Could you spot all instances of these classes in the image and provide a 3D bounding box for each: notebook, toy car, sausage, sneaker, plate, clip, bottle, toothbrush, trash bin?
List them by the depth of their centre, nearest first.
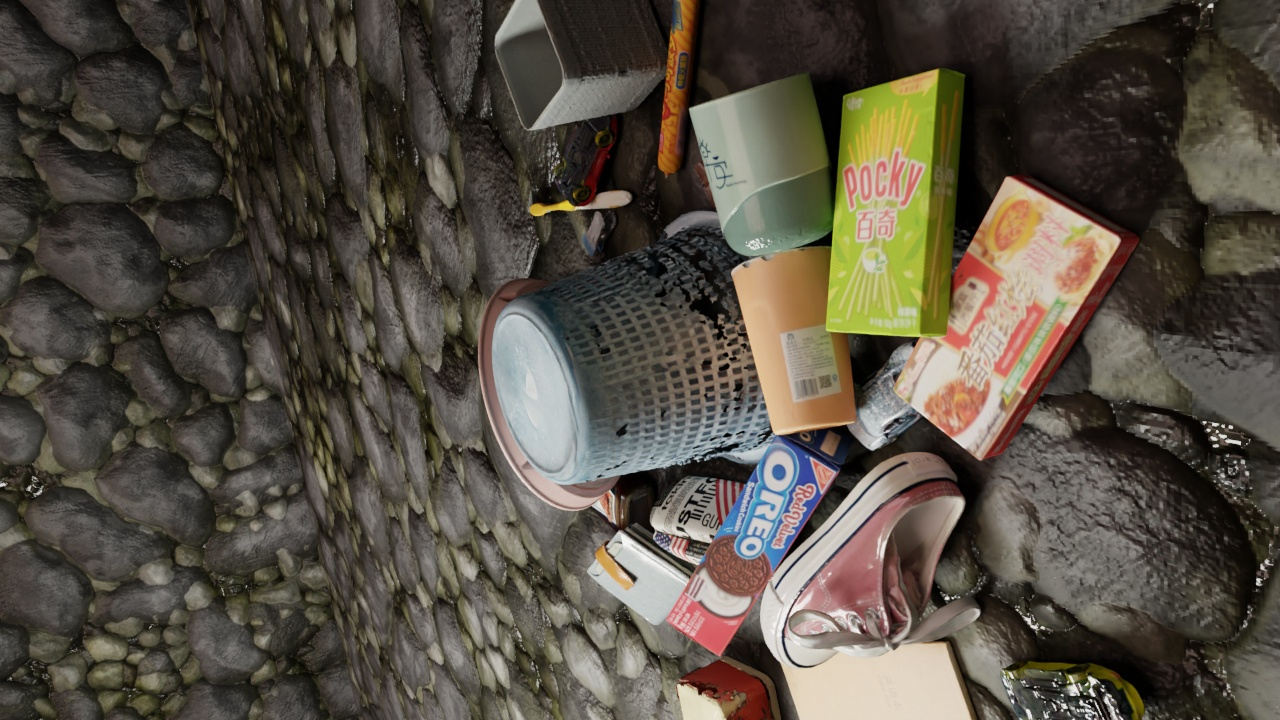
[{"bbox_3d":[0.269,0.211,0.575,0.048,0.032,0.105,67,159,10],"label":"toy car"},{"bbox_3d":[0.174,0.026,0.638,0.049,0.031,0.106,63,148,19],"label":"toy car"},{"bbox_3d":[0.161,0.171,0.661,0.087,0.118,0.242,-107,30,-42],"label":"sneaker"},{"bbox_3d":[0.197,0.300,0.750,0.212,0.012,0.149,-27,80,58],"label":"notebook"},{"bbox_3d":[0.031,-0.228,0.752,0.021,0.021,0.165,40,135,42],"label":"sausage"},{"bbox_3d":[-0.004,0.004,0.752,0.227,0.194,0.227,32,130,47],"label":"trash bin"},{"bbox_3d":[-0.073,0.028,0.876,0.028,0.229,0.229,-17,89,25],"label":"plate"},{"bbox_3d":[-0.049,-0.200,0.881,0.049,0.031,0.107,52,133,33],"label":"toy car"},{"bbox_3d":[-0.042,-0.128,0.915,0.025,0.035,0.058,66,148,17],"label":"clip"},{"bbox_3d":[-0.062,-0.160,0.938,0.192,0.018,0.016,6,111,54],"label":"toothbrush"},{"bbox_3d":[-0.054,0.126,1.032,0.195,0.044,0.080,33,134,48],"label":"bottle"}]

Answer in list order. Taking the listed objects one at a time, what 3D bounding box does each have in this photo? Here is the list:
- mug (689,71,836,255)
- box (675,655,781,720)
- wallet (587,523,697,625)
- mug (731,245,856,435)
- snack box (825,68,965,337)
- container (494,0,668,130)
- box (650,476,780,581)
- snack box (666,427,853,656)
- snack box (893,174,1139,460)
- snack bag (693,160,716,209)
[{"bbox_3d":[0.080,-0.133,0.634,0.112,0.082,0.106,16,126,65],"label":"mug"},{"bbox_3d":[0.089,0.388,0.895,0.091,0.078,0.168,2,107,58],"label":"box"},{"bbox_3d":[0.001,0.226,0.961,0.106,0.036,0.130,34,142,1],"label":"wallet"},{"bbox_3d":[0.113,-0.012,0.650,0.078,0.078,0.122,-23,74,59],"label":"mug"},{"bbox_3d":[0.157,-0.094,0.571,0.086,0.026,0.156,10,97,61],"label":"snack box"},{"bbox_3d":[-0.046,-0.256,0.770,0.090,0.114,0.090,-30,79,58],"label":"container"},{"bbox_3d":[0.075,0.161,0.849,0.163,0.075,0.087,-2,133,54],"label":"box"},{"bbox_3d":[0.092,0.138,0.729,0.057,0.058,0.208,32,117,11],"label":"snack box"},{"bbox_3d":[0.212,-0.023,0.535,0.075,0.025,0.153,46,129,37],"label":"snack box"},{"bbox_3d":[0.080,-0.150,0.705,0.106,0.026,0.045,-23,97,57],"label":"snack bag"}]
